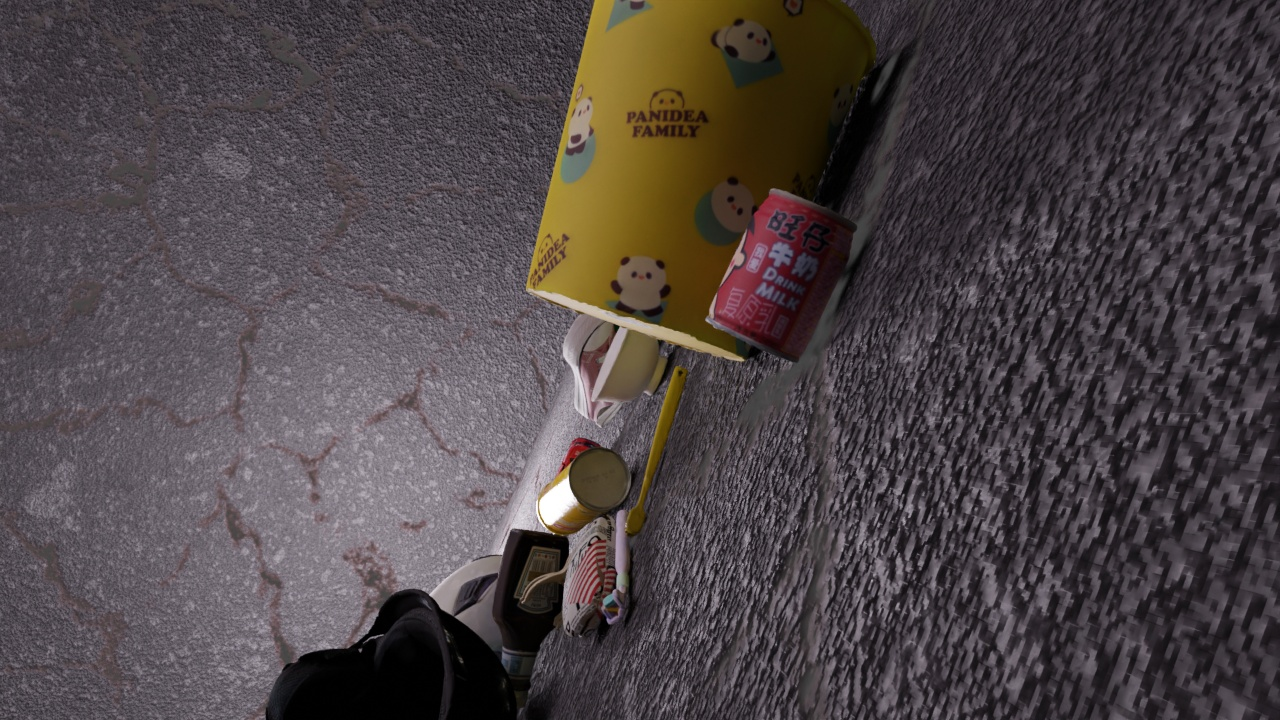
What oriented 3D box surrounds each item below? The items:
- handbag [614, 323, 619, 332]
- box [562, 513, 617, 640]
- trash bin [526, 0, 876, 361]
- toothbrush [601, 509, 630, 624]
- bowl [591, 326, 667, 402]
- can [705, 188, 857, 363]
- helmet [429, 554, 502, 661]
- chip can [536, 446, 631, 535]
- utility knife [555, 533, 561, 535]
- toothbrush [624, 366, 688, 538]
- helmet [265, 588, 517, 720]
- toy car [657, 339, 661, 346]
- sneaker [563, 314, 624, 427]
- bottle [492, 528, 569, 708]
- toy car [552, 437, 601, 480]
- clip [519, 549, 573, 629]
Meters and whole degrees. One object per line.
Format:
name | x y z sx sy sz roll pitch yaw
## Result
handbag | -0.006 -0.090 1.336 0.119 0.068 0.132 -66 -10 -49
box | -0.049 0.199 0.865 0.069 0.052 0.164 -46 11 11
trash bin | 0.036 -0.147 0.721 0.230 0.229 0.255 -170 97 -83
toothbrush | -0.019 0.177 0.825 0.189 0.021 0.029 -86 10 -76
bowl | -0.007 0.006 1.099 0.118 0.064 0.118 -159 92 -83
can | 0.090 -0.054 0.579 0.066 0.066 0.094 -110 45 -80
helmet | -0.220 0.360 1.170 0.230 0.157 0.274 -110 44 -79
chip can | -0.069 0.156 1.065 0.214 0.072 0.072 133 159 -67
utility knife | -0.117 0.245 1.345 0.033 0.015 0.156 156 136 -89
toothbrush | 0.016 0.084 0.883 0.017 0.015 0.189 112 177 -56
helmet | -0.237 0.382 0.944 0.234 0.230 0.274 15 76 49
toy car | 0.015 -0.042 1.233 0.048 0.032 0.105 124 169 -57
sneaker | -0.048 0.017 1.291 0.118 0.088 0.241 -45 -26 -29
bottle | -0.132 0.294 1.051 0.044 0.079 0.194 -8 71 60
toy car | -0.091 0.163 1.277 0.045 0.053 0.121 -85 17 -64
clip | -0.098 0.243 1.020 0.035 0.095 0.102 151 131 -79
